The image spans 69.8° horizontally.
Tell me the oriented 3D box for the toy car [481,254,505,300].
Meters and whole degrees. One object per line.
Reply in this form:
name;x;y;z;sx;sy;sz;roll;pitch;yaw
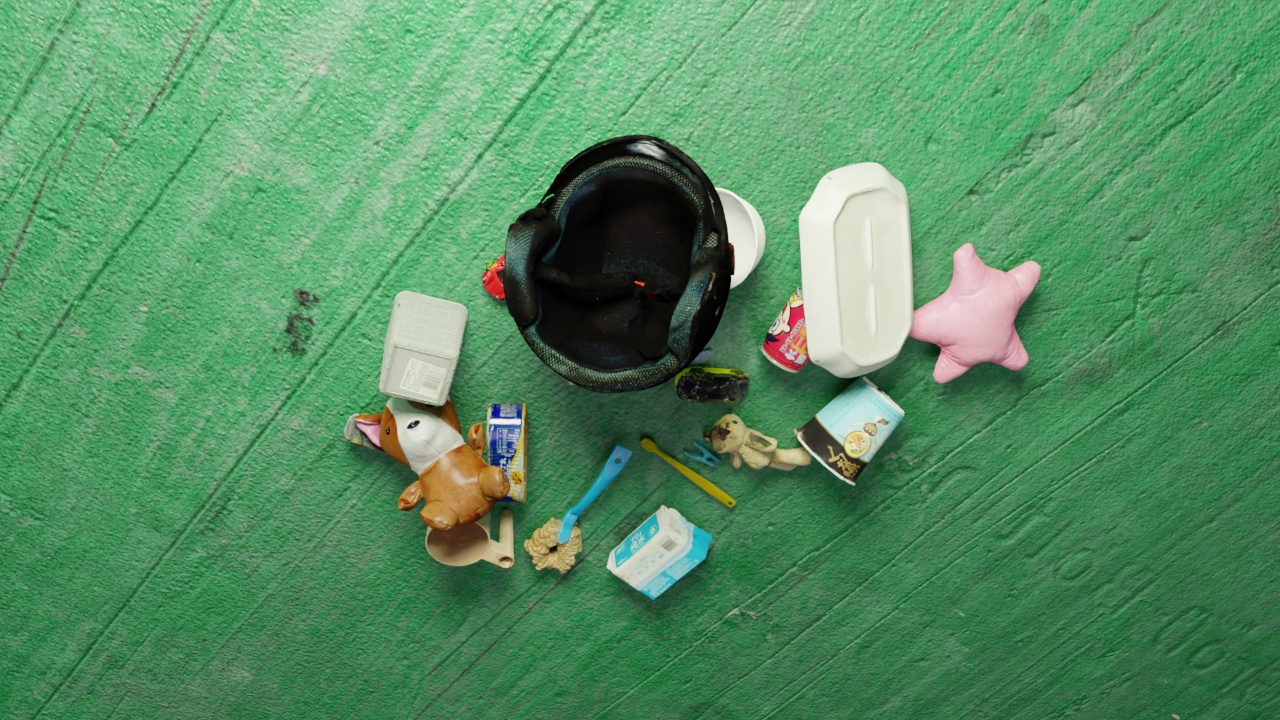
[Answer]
toy car;-0.143;-0.112;1.098;0.106;0.031;0.049;-36;118;17

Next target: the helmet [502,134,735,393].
helmet;-0.015;-0.098;1.011;0.233;0.230;0.274;15;88;8

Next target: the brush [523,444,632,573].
brush;-0.084;0.211;1.289;0.083;0.045;0.255;25;121;-17

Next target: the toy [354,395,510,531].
toy;-0.259;0.114;1.142;0.140;0.199;0.131;-32;163;-12

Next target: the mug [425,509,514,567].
mug;-0.227;0.220;1.246;0.124;0.103;0.084;27;114;-22

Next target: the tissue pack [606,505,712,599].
tissue pack;0.026;0.280;1.341;0.090;0.063;0.140;39;108;-24

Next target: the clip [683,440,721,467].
clip;0.089;0.132;1.288;0.056;0.014;0.040;28;114;-23

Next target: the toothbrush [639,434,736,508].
toothbrush;0.068;0.158;1.301;0.190;0.016;0.016;37;109;-27

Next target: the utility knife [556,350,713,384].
utility knife;-0.007;0.007;1.201;0.207;0.021;0.031;-11;128;-6

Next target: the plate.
plate;0.271;-0.102;1.106;0.161;0.034;0.266;-15;111;-21

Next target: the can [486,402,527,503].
can;-0.175;0.123;1.212;0.049;0.074;0.148;1;121;-4

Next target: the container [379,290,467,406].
container;-0.260;-0.012;1.094;0.090;0.114;0.090;13;118;-15

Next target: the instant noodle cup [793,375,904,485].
instant noodle cup;0.287;0.088;1.240;0.111;0.111;0.120;34;104;-25

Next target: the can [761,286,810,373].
can;0.203;-0.038;1.167;0.066;0.066;0.094;22;116;-19

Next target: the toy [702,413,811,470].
toy;0.165;0.118;1.268;0.157;0.066;0.105;19;159;-23

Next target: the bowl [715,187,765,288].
bowl;0.107;-0.145;1.082;0.064;0.118;0.118;-16;132;-45

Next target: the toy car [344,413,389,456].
toy car;-0.341;0.100;1.194;0.090;0.042;0.035;24;155;-24

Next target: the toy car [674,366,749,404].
toy car;0.095;0.030;1.216;0.105;0.032;0.048;4;121;-23

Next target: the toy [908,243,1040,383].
toy;0.421;-0.061;1.180;0.178;0.074;0.195;-6;119;0
